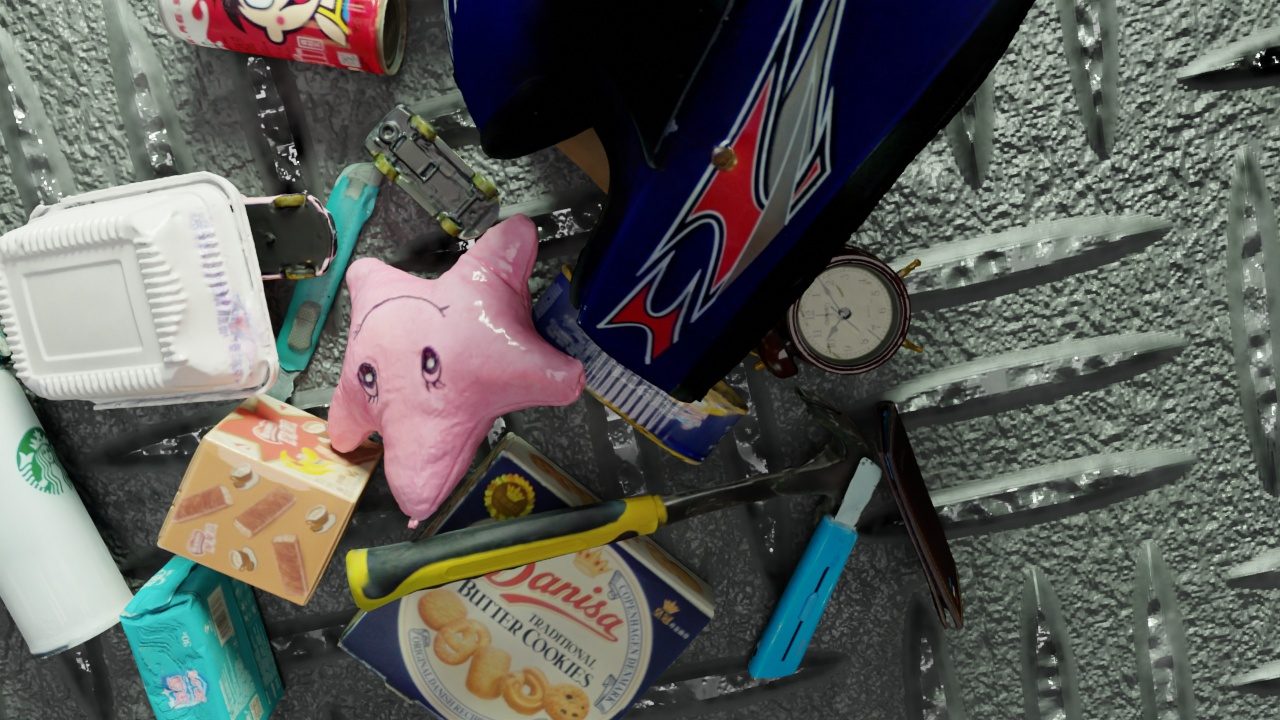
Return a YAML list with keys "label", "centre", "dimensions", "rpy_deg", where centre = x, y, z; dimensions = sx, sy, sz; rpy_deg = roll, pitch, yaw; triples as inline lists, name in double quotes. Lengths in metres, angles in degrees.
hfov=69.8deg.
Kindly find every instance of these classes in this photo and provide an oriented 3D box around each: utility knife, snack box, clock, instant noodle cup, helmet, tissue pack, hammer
- label: "utility knife"
  centre: [0.115, 0.139, 0.598]
  dimensions: [0.034, 0.018, 0.195]
  rpy_deg: [11, 120, -10]
- label: "snack box"
  centre: [-0.227, 0.083, 0.576]
  dimensions: [0.094, 0.092, 0.077]
  rpy_deg: [26, 102, -11]
- label: "clock"
  centre: [0.114, -0.030, 0.580]
  dimensions: [0.122, 0.055, 0.082]
  rpy_deg: [-4, 100, 2]
- label: "instant noodle cup"
  centre: [-0.314, -0.034, 0.552]
  dimensions: [0.174, 0.060, 0.138]
  rpy_deg: [-5, 102, 20]
- label: "helmet"
  centre: [0.026, -0.161, 0.438]
  dimensions: [0.240, 0.246, 0.316]
  rpy_deg: [38, 115, 3]
- label: "tissue pack"
  centre: [-0.284, 0.198, 0.603]
  dimensions: [0.050, 0.093, 0.133]
  rpy_deg: [-14, 99, -2]
- label: "utility knife"
  centre: [-0.218, -0.029, 0.602]
  dimensions: [0.029, 0.013, 0.223]
  rpy_deg: [23, 100, -6]
- label: "hammer"
  centre: [-0.010, 0.093, 0.552]
  dimensions: [0.323, 0.032, 0.126]
  rpy_deg: [-11, 129, -12]
- label: "snack box"
  centre: [-0.076, 0.173, 0.622]
  dimensions: [0.178, 0.045, 0.182]
  rpy_deg: [39, 99, -7]

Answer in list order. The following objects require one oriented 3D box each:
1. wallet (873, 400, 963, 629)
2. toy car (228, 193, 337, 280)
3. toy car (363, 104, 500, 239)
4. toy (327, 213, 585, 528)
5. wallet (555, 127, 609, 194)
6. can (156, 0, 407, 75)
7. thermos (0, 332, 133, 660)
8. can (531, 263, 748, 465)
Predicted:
- label: "wallet"
  centre: [0.174, 0.095, 0.582]
  dimensions: [0.020, 0.096, 0.122]
  rpy_deg: [-20, 100, 17]
- label: "toy car"
  centre: [-0.251, -0.076, 0.581]
  dimensions: [0.122, 0.037, 0.056]
  rpy_deg: [-2, 105, 3]
- label: "toy car"
  centre: [-0.127, -0.116, 0.575]
  dimensions: [0.042, 0.035, 0.090]
  rpy_deg: [-44, 103, 9]
- label: "toy"
  centre: [-0.114, 0.008, 0.535]
  dimensions: [0.195, 0.074, 0.178]
  rpy_deg: [-7, 74, 31]
- label: "wallet"
  centre: [-0.005, -0.147, 0.572]
  dimensions: [0.115, 0.033, 0.090]
  rpy_deg: [41, 95, -6]
- label: "can"
  centre: [-0.212, -0.208, 0.549]
  dimensions: [0.133, 0.053, 0.053]
  rpy_deg: [9, 100, -1]
- label: "thermos"
  centre: [-0.409, 0.078, 0.596]
  dimensions: [0.073, 0.073, 0.224]
  rpy_deg: [-22, 99, 4]
- label: "can"
  centre: [-0.003, 0.003, 0.577]
  dimensions: [0.148, 0.074, 0.049]
  rpy_deg: [38, 100, -8]
